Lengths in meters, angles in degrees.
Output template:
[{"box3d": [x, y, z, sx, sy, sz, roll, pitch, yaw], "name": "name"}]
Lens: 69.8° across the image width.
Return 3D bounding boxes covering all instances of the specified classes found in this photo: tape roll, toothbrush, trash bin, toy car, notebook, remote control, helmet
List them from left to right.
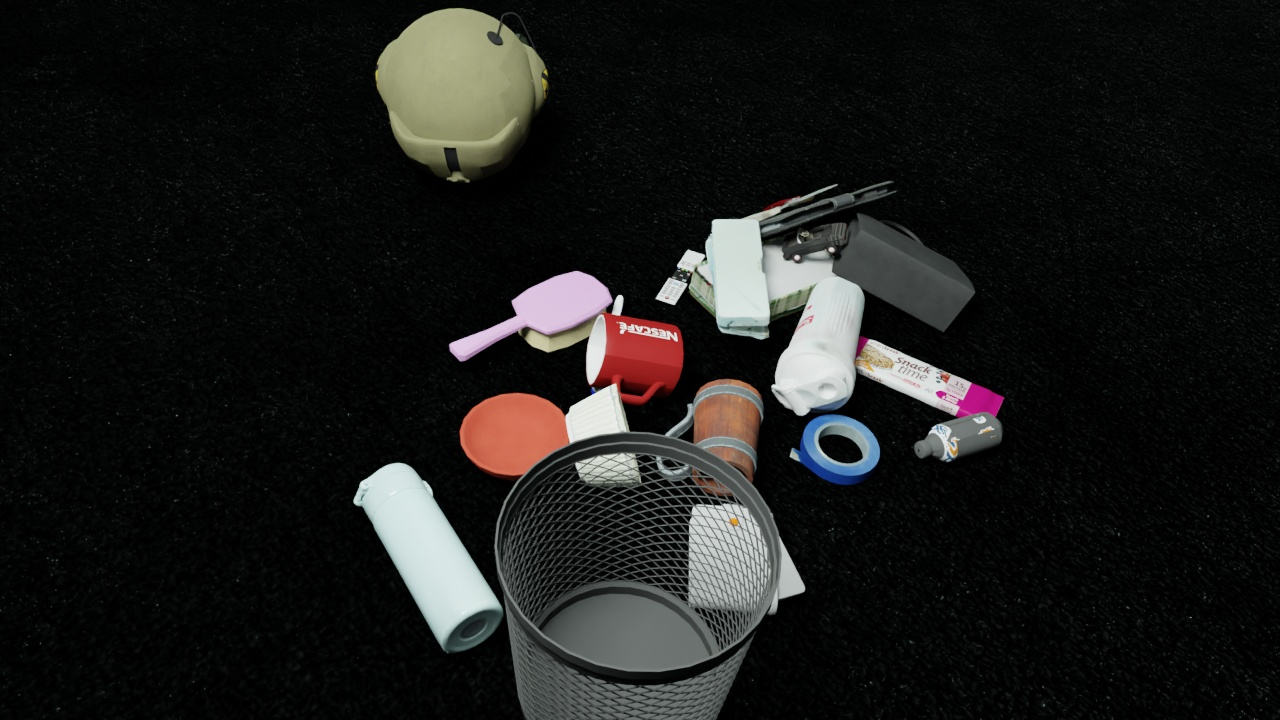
[{"box3d": [-0.261, -0.375, 1.334, 0.250, 0.256, 0.232, 2, 40, -3], "name": "helmet"}, {"box3d": [-0.041, -0.022, 1.179, 0.015, 0.016, 0.186, 11, 43, 1], "name": "toothbrush"}, {"box3d": [-0.010, 0.217, 0.776, 0.218, 0.228, 0.217, 3, 44, -3], "name": "trash bin"}, {"box3d": [0.057, -0.115, 1.290, 0.028, 0.012, 0.123, 19, 45, 13], "name": "remote control"}, {"box3d": [0.244, -0.209, 1.326, 0.208, 0.170, 0.029, -22, 94, -24], "name": "notebook"}, {"box3d": [0.239, -0.167, 1.260, 0.092, 0.037, 0.040, -10, 38, 29], "name": "toy car"}, {"box3d": [0.234, 0.104, 1.078, 0.091, 0.016, 0.092, 29, 48, 22], "name": "tape roll"}]

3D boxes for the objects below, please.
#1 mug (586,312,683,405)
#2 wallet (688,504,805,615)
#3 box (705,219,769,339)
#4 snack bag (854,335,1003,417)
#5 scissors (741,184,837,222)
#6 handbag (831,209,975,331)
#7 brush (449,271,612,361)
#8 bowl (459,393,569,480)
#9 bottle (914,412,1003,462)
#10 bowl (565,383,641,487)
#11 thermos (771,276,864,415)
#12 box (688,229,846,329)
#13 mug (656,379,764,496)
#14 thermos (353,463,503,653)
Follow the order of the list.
[{"box3d": [-0.006, 0.006, 1.094, 0.096, 0.081, 0.116, 9, 48, -17], "name": "mug"}, {"box3d": [0.109, 0.204, 0.944, 0.115, 0.038, 0.118, 5, 47, -1], "name": "wallet"}, {"box3d": [0.126, -0.112, 1.201, 0.083, 0.067, 0.198, 17, 43, -19], "name": "box"}, {"box3d": [0.361, 0.025, 1.176, 0.197, 0.016, 0.070, 26, 45, 20], "name": "snack bag"}, {"box3d": [0.195, -0.220, 1.345, 0.179, 0.015, 0.198, -22, 8, 7], "name": "scissors"}, {"box3d": [0.372, -0.155, 1.310, 0.176, 0.072, 0.195, 28, 33, -4], "name": "handbag"}, {"box3d": [-0.140, -0.044, 1.170, 0.228, 0.043, 0.089, -29, 54, -31], "name": "brush"}, {"box3d": [-0.140, 0.092, 1.033, 0.122, 0.035, 0.121, 3, 44, -3], "name": "bowl"}, {"box3d": [0.375, 0.093, 1.084, 0.112, 0.047, 0.047, -13, 47, -20], "name": "bottle"}, {"box3d": [-0.042, 0.088, 1.001, 0.062, 0.115, 0.115, -14, 45, 0], "name": "bowl"}, {"box3d": [0.232, -0.018, 1.160, 0.099, 0.099, 0.219, 17, 39, 10], "name": "thermos"}, {"box3d": [0.179, -0.110, 1.275, 0.205, 0.050, 0.117, -23, 53, -27], "name": "box"}, {"box3d": [0.079, 0.090, 1.039, 0.117, 0.081, 0.110, -4, 45, 15], "name": "mug"}, {"box3d": [-0.211, 0.187, 0.904, 0.077, 0.065, 0.207, -2, 38, -43], "name": "thermos"}]
